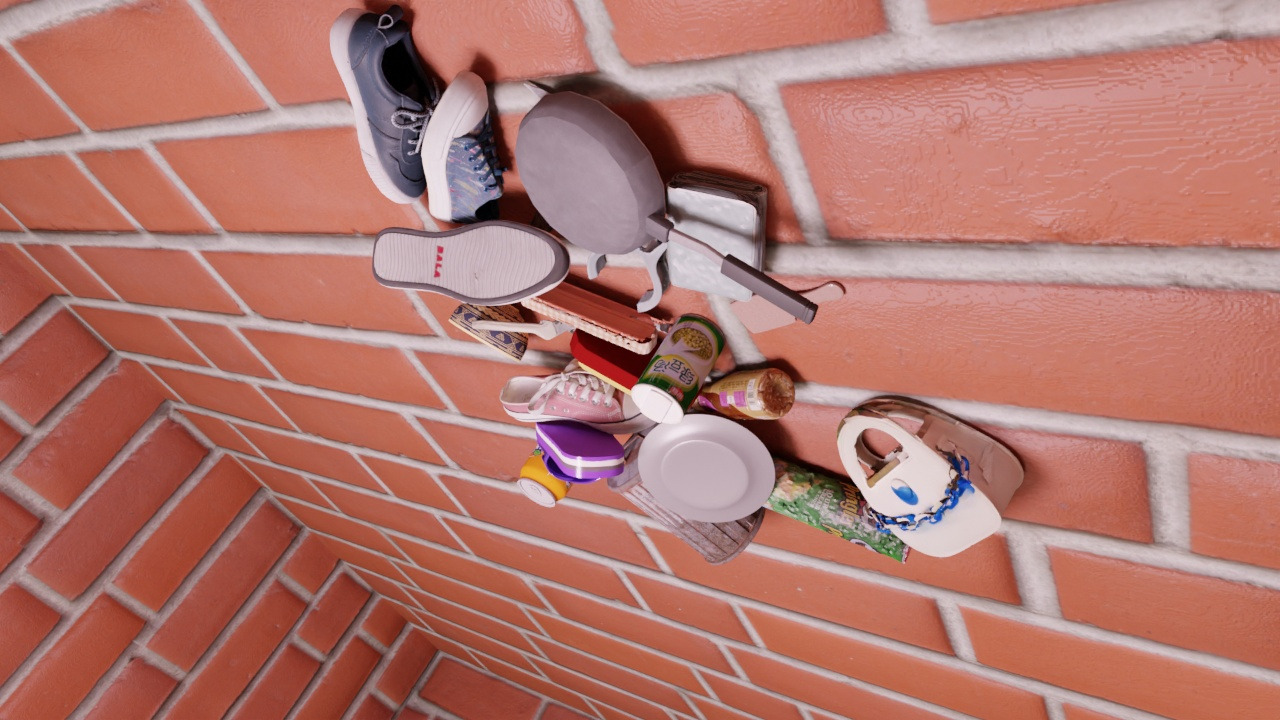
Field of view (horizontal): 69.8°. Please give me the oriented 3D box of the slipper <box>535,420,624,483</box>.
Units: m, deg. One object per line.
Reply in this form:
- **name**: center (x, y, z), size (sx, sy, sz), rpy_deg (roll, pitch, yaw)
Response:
- **slipper**: center (-0.085, 0.136, 1.273), size (0.107, 0.084, 0.266), rpy_deg (-1, -169, -14)

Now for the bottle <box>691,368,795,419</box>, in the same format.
- **bottle**: center (0.116, 0.043, 1.122), size (0.059, 0.059, 0.166), rpy_deg (45, 156, -20)

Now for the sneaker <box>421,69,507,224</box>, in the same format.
- **sneaker**: center (-0.185, -0.215, 1.008), size (0.079, 0.087, 0.236), rpy_deg (27, 153, 0)

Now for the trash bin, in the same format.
- **trash bin**: center (0.060, 0.180, 1.302), size (0.211, 0.130, 0.131), rpy_deg (40, 149, -16)

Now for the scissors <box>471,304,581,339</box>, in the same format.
- **scissors**: center (-0.130, -0.062, 1.188), size (0.193, 0.179, 0.015), rpy_deg (63, -172, -2)

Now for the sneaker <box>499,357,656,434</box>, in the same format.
- **sneaker**: center (-0.086, 0.041, 1.243), size (0.241, 0.118, 0.088), rpy_deg (1, 146, 20)

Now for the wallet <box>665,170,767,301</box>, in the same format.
- **wallet**: center (0.077, -0.126, 0.921), size (0.100, 0.054, 0.132), rpy_deg (14, 143, 16)

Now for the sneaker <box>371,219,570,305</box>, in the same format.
- **sneaker**: center (-0.187, -0.114, 1.104), size (0.263, 0.097, 0.128), rpy_deg (4, -178, 26)

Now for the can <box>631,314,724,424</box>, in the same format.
- **can**: center (0.045, 0.010, 1.076), size (0.067, 0.120, 0.067), rpy_deg (24, 149, 15)

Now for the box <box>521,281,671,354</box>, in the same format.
- **box**: center (-0.056, -0.063, 1.121), size (0.187, 0.083, 0.043), rpy_deg (24, 134, 18)

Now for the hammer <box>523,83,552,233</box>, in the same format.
- **hammer**: center (-0.106, -0.176, 1.040), size (0.147, 0.028, 0.318), rpy_deg (40, 149, -1)

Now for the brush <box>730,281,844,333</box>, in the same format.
- **brush**: center (0.159, -0.063, 0.975), size (0.136, 0.015, 0.050), rpy_deg (-16, 126, 45)

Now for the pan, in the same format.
- **pan**: center (0.013, -0.131, 0.889), size (0.357, 0.041, 0.179), rpy_deg (33, 148, 17)

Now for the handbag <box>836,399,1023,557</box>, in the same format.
- **handbag**: center (0.309, 0.131, 1.044), size (0.199, 0.092, 0.201), rpy_deg (36, 151, 10)

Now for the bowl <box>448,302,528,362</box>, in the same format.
- **bowl**: center (-0.199, -0.052, 1.260), size (0.112, 0.061, 0.112), rpy_deg (31, 178, 1)

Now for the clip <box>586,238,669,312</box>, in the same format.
- **clip**: center (-0.027, -0.130, 1.033), size (0.141, 0.029, 0.172), rpy_deg (28, 149, 4)

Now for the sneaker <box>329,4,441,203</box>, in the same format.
- **sneaker**: center (-0.257, -0.270, 0.994), size (0.087, 0.089, 0.236), rpy_deg (15, 141, 20)

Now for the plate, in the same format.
- **plate**: center (0.083, 0.145, 1.182), size (0.178, 0.012, 0.179), rpy_deg (7, 124, 10)

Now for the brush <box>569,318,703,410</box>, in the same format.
- **brush**: center (-0.007, 0.007, 1.142), size (0.173, 0.082, 0.042), rpy_deg (29, 131, 0)

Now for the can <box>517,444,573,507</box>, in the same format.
- **can**: center (-0.123, 0.148, 1.410), size (0.079, 0.142, 0.079), rpy_deg (24, 149, 15)

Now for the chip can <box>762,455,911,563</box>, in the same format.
- **chip can**: center (0.248, 0.188, 1.194), size (0.223, 0.075, 0.075), rpy_deg (19, 147, 22)
